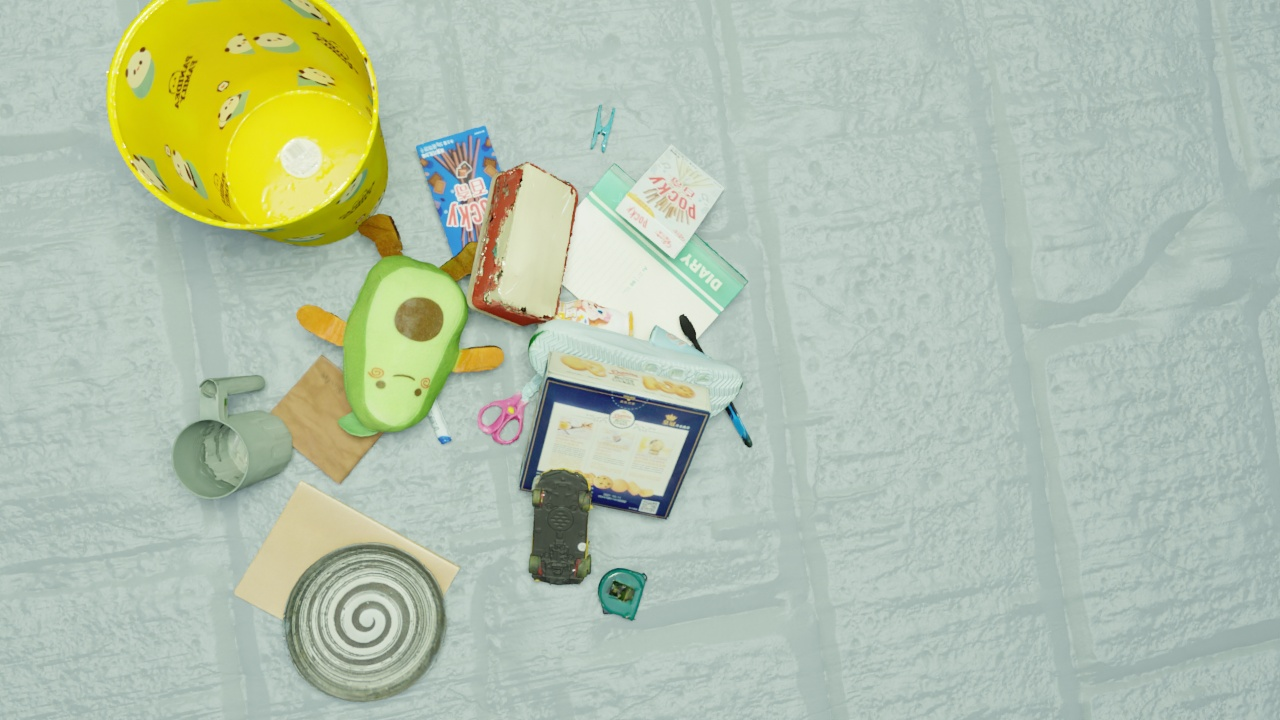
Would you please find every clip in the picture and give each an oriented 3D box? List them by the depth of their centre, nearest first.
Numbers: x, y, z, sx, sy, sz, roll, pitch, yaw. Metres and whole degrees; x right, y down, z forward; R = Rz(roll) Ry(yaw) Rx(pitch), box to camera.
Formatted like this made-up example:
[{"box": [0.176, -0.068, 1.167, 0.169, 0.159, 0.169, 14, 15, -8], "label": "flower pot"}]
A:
[{"box": [-0.045, -0.277, 1.097, 0.043, 0.014, 0.056, 12, 88, -7], "label": "clip"}]

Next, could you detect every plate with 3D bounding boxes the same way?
[{"box": [-0.309, 0.293, 1.035, 0.179, 0.024, 0.179, 0, 89, -9], "label": "plate"}]

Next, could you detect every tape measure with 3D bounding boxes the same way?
[{"box": [-0.023, 0.273, 1.081, 0.054, 0.025, 0.058, 18, 86, -8], "label": "tape measure"}]

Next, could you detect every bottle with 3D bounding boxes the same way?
[{"box": [-0.062, -0.039, 1.060, 0.108, 0.063, 0.063, 0, 89, -2], "label": "bottle"}]

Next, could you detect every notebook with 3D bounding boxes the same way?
[{"box": [-0.334, 0.251, 1.049, 0.207, 0.008, 0.147, 30, 85, -6], "label": "notebook"}, {"box": [0.000, -0.106, 1.077, 0.209, 0.012, 0.150, 41, 102, -4], "label": "notebook"}]

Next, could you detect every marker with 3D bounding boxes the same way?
[{"box": [-0.252, 0.028, 1.061, 0.017, 0.017, 0.146, -23, 92, -8], "label": "marker"}]

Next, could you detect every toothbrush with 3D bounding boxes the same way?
[{"box": [0.091, 0.025, 1.092, 0.014, 0.016, 0.189, -27, 107, 6], "label": "toothbrush"}]

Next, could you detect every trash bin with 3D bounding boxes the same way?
[{"box": [-0.364, -0.225, 0.931, 0.229, 0.255, 0.229, 0, 88, -7], "label": "trash bin"}]

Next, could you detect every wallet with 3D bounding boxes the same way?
[{"box": [-0.354, 0.066, 1.046, 0.115, 0.020, 0.101, 39, 83, -2], "label": "wallet"}]

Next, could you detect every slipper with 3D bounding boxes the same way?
[{"box": [-0.006, 0.006, 1.033, 0.245, 0.074, 0.104, 17, 129, -13], "label": "slipper"}]

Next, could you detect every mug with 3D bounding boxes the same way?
[{"box": [-0.433, 0.078, 0.982, 0.084, 0.103, 0.124, 2, 93, 6], "label": "mug"}]

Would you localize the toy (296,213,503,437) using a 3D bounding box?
[{"box": [-0.257, -0.033, 1.007, 0.226, 0.090, 0.246, 13, 83, -18], "label": "toy"}]

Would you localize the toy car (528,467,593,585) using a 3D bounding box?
[{"box": [-0.089, 0.189, 1.043, 0.071, 0.041, 0.156, 3, 111, 0], "label": "toy car"}]

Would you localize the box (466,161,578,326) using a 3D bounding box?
[{"box": [-0.126, -0.129, 1.016, 0.091, 0.077, 0.168, 21, 71, -39], "label": "box"}]

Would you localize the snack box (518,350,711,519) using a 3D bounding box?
[{"box": [-0.032, 0.088, 1.022, 0.178, 0.045, 0.183, 13, 127, -7], "label": "snack box"}]

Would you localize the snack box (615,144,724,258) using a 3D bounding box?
[{"box": [0.037, -0.185, 1.049, 0.084, 0.156, 0.027, 39, 129, -5], "label": "snack box"}]

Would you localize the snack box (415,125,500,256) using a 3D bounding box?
[{"box": [-0.195, -0.186, 1.068, 0.084, 0.026, 0.157, -19, 91, -8], "label": "snack box"}]

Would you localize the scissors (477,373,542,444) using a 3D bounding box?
[{"box": [-0.133, 0.039, 1.078, 0.057, 0.017, 0.133, 42, 80, 1], "label": "scissors"}]
